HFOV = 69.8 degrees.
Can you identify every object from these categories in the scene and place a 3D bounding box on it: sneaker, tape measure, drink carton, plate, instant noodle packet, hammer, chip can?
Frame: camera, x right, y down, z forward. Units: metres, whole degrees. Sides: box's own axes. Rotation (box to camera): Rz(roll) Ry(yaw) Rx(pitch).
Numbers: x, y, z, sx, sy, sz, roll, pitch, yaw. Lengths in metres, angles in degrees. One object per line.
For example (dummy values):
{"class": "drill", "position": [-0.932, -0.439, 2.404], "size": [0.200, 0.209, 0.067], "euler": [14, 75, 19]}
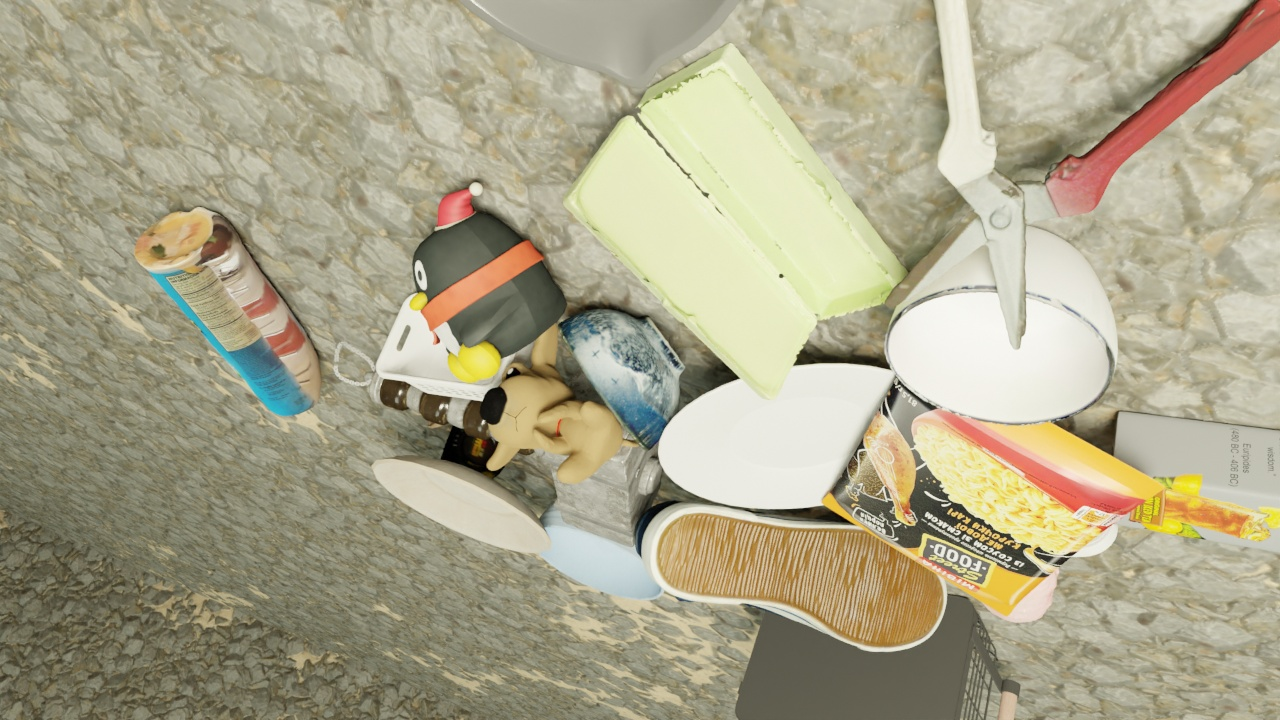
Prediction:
{"class": "sneaker", "position": [0.126, 0.184, 0.814], "size": [0.294, 0.120, 0.127], "euler": [16, 178, -15]}
{"class": "tape measure", "position": [-0.168, 0.094, 0.935], "size": [0.062, 0.067, 0.038], "euler": [25, 149, -19]}
{"class": "drink carton", "position": [0.354, 0.075, 0.555], "size": [0.125, 0.048, 0.076], "euler": [7, 144, 27]}
{"class": "plate", "position": [0.117, 0.057, 0.670], "size": [0.208, 0.015, 0.209], "euler": [-1, 146, -1]}
{"class": "plate", "position": [-0.170, 0.134, 0.895], "size": [0.189, 0.027, 0.189], "euler": [19, 153, 10]}
{"class": "instant noodle packet", "position": [0.221, 0.093, 0.627], "size": [0.160, 0.032, 0.221], "euler": [31, 149, 15]}
{"class": "hammer", "position": [-0.136, 0.056, 0.841], "size": [0.326, 0.079, 0.177], "euler": [18, 148, 14]}
{"class": "chip can", "position": [-0.373, -0.039, 0.866], "size": [0.080, 0.079, 0.230], "euler": [12, 147, 20]}

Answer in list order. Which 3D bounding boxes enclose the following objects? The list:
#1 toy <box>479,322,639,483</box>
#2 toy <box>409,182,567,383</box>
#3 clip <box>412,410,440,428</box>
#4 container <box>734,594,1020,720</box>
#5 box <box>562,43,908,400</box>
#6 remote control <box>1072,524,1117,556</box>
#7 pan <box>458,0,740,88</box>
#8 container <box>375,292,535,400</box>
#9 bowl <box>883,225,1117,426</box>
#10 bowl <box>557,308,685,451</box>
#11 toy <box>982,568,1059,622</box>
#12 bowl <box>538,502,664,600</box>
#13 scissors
{"class": "toy", "position": [-0.065, 0.043, 0.683], "size": [0.108, 0.134, 0.105], "euler": [26, -170, 31]}
{"class": "toy", "position": [-0.115, -0.056, 0.648], "size": [0.119, 0.099, 0.098], "euler": [57, 162, -7]}
{"class": "clip", "position": [-0.206, 0.046, 0.928], "size": [0.061, 0.024, 0.041], "euler": [-23, 127, 39]}
{"class": "container", "position": [0.228, 0.323, 0.903], "size": [0.242, 0.162, 0.130], "euler": [-1, 140, 36]}
{"class": "box", "position": [0.059, -0.076, 0.530], "size": [0.130, 0.064, 0.188], "euler": [-43, 118, 12]}
{"class": "remote control", "position": [0.281, 0.124, 0.685], "size": [0.137, 0.043, 0.013], "euler": [-10, 135, 43]}
{"class": "pan", "position": [-0.088, -0.224, 0.441], "size": [0.355, 0.024, 0.217], "euler": [4, 143, 29]}
{"class": "container", "position": [-0.145, -0.007, 0.757], "size": [0.129, 0.080, 0.049], "euler": [6, 155, 28]}
{"class": "bowl", "position": [0.198, -0.023, 0.502], "size": [0.116, 0.065, 0.116], "euler": [18, 148, 12]}
{"class": "bowl", "position": [-0.004, 0.004, 0.673], "size": [0.114, 0.061, 0.114], "euler": [55, -177, -4]}
{"class": "toy", "position": [0.283, 0.167, 0.745], "size": [0.105, 0.053, 0.108], "euler": [23, 151, 24]}
{"class": "bowl", "position": [-0.033, 0.181, 0.957], "size": [0.150, 0.074, 0.151], "euler": [19, 148, 12]}
{"class": "scissors", "position": [0.165, -0.104, 0.402], "size": [0.179, 0.015, 0.199], "euler": [46, 123, -7]}
